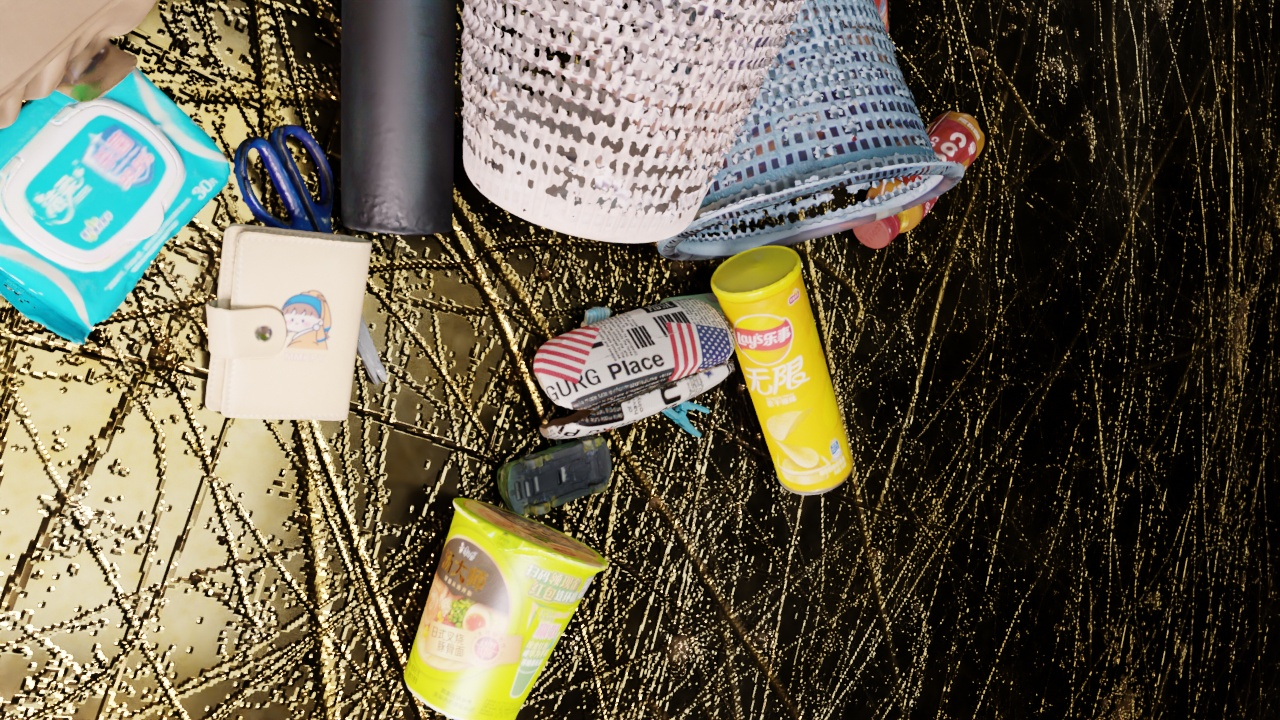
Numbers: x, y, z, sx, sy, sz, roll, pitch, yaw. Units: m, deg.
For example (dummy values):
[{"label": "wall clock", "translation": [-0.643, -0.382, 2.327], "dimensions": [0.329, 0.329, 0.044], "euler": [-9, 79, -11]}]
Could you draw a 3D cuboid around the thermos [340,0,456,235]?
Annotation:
[{"label": "thermos", "translation": [-0.132, -0.200, 0.546], "dimensions": [0.089, 0.068, 0.243], "euler": [-12, 114, -49]}]

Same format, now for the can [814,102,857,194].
[{"label": "can", "translation": [0.175, -0.215, 0.819], "dimensions": [0.053, 0.053, 0.132], "euler": [39, 70, -33]}]

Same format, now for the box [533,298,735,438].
[{"label": "box", "translation": [-0.004, 0.001, 0.682], "dimensions": [0.162, 0.076, 0.088], "euler": [-17, 96, -27]}]

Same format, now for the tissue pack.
[{"label": "tissue pack", "translation": [-0.288, -0.086, 0.475], "dimensions": [0.093, 0.050, 0.133], "euler": [44, 68, -32]}]

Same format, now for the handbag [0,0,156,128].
[{"label": "handbag", "translation": [-0.290, -0.171, 0.414], "dimensions": [0.204, 0.148, 0.100], "euler": [-53, 142, -22]}]

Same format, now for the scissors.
[{"label": "scissors", "translation": [-0.198, -0.054, 0.558], "dimensions": [0.107, 0.012, 0.175], "euler": [-12, 97, -60]}]

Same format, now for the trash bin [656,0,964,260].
[{"label": "trash bin", "translation": [0.104, -0.197, 0.683], "dimensions": [0.226, 0.227, 0.195], "euler": [-10, 87, -37]}]

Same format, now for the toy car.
[{"label": "toy car", "translation": [-0.061, 0.082, 0.669], "dimensions": [0.091, 0.036, 0.043], "euler": [-13, 100, -35]}]

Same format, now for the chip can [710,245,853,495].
[{"label": "chip can", "translation": [0.121, 0.013, 0.761], "dimensions": [0.071, 0.072, 0.213], "euler": [-41, 126, -28]}]

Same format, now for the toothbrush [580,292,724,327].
[{"label": "toothbrush", "translation": [0.045, -0.041, 0.749], "dimensions": [0.224, 0.026, 0.027], "euler": [-9, 129, -36]}]

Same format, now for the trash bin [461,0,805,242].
[{"label": "trash bin", "translation": [-0.014, -0.184, 0.536], "dimensions": [0.227, 0.227, 0.192], "euler": [-9, 129, -37]}]

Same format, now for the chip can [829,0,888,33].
[{"label": "chip can", "translation": [0.158, -0.335, 0.725], "dimensions": [0.073, 0.073, 0.216], "euler": [-65, 156, -15]}]

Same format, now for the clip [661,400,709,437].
[{"label": "clip", "translation": [0.034, 0.041, 0.754], "dimensions": [0.056, 0.014, 0.039], "euler": [32, 73, -36]}]

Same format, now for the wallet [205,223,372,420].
[{"label": "wallet", "translation": [-0.209, -0.020, 0.541], "dimensions": [0.087, 0.024, 0.115], "euler": [3, 110, -30]}]

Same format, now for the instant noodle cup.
[{"label": "instant noodle cup", "translation": [-0.096, 0.170, 0.610], "dimensions": [0.111, 0.112, 0.123], "euler": [26, 84, -36]}]

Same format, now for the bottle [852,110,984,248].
[{"label": "bottle", "translation": [0.268, -0.174, 0.891], "dimensions": [0.174, 0.058, 0.057], "euler": [-45, 118, -26]}]
